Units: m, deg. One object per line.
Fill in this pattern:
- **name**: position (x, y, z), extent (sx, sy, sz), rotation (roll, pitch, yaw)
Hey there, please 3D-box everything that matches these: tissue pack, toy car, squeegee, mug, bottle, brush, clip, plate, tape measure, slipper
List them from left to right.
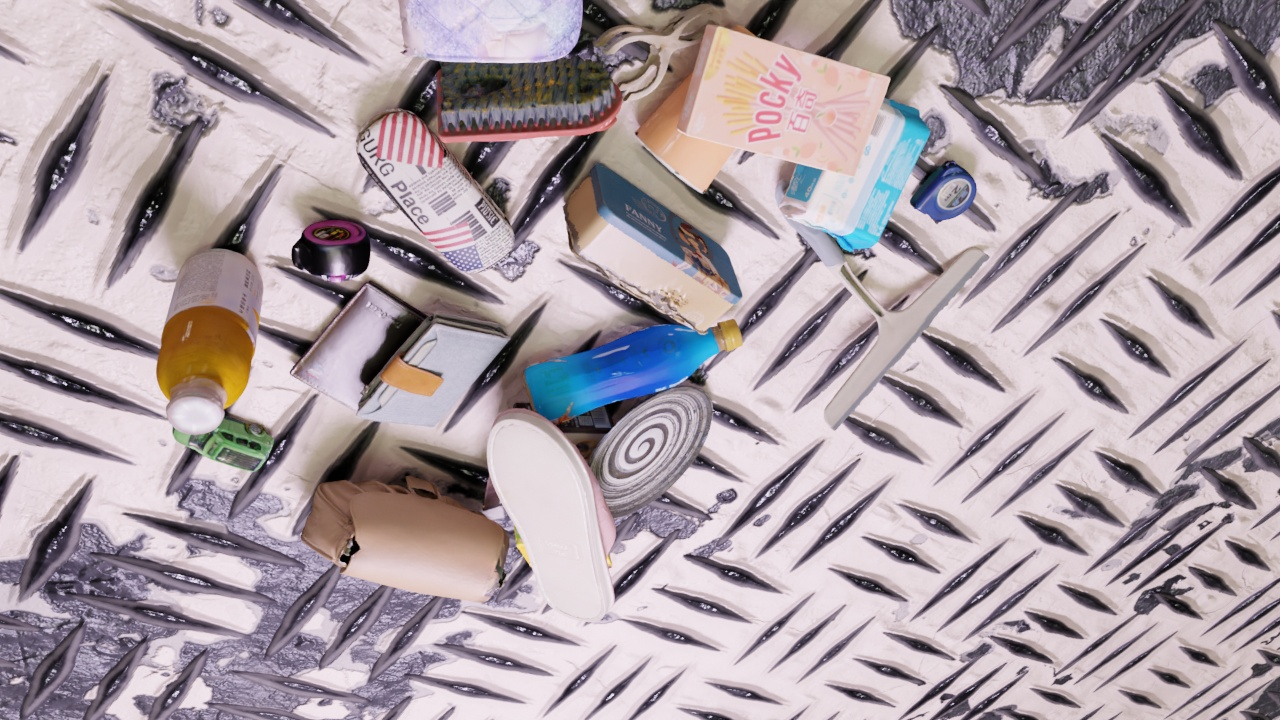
- **bottle**: position (-0.338, -0.017, 0.721), extent (0.068, 0.189, 0.068), rotation (-9, 129, -11)
- **toy car**: position (-0.399, 0.076, 0.876), extent (0.091, 0.036, 0.043), rotation (29, 116, -28)
- **tape measure**: position (-0.257, -0.091, 0.773), extent (0.058, 0.057, 0.039), rotation (8, 122, -2)
- **brush**: position (-0.087, -0.203, 0.729), extent (0.146, 0.063, 0.069), rotation (-4, 163, -4)
- **slipper**: position (-0.081, 0.155, 0.922), extent (0.114, 0.054, 0.275), rotation (2, 125, 24)
- **bottle**: position (-0.005, 0.005, 0.914), extent (0.218, 0.065, 0.065), rotation (-17, 129, -2)
- **plate**: position (0.005, 0.095, 0.982), extent (0.179, 0.024, 0.180), rotation (-28, 141, -25)
- **clip**: position (0.014, -0.245, 0.750), extent (0.103, 0.035, 0.093), rotation (-12, 125, -17)
- **mug**: position (0.063, -0.211, 0.765), extent (0.078, 0.078, 0.123), rotation (32, 108, -33)
- **squeegee**: position (0.200, -0.094, 0.915), extent (0.246, 0.039, 0.246), rotation (-48, 119, -1)
- **tissue pack**: position (0.190, -0.174, 0.822), extent (0.090, 0.063, 0.140), rotation (17, 102, -26)
- **tape measure**: position (0.298, -0.164, 0.897), extent (0.054, 0.025, 0.058), rotation (21, 122, -31)

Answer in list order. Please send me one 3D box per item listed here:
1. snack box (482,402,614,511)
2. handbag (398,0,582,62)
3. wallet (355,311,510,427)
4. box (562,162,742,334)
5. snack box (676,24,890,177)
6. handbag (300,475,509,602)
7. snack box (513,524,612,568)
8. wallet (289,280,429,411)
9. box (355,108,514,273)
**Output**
- **snack box**: position (-0.100, 0.103, 0.970), extent (0.125, 0.053, 0.113), rotation (4, 125, -19)
- **handbag**: position (-0.107, -0.310, 0.639), extent (0.134, 0.075, 0.194), rotation (-2, 126, -9)
- **wallet**: position (-0.195, 0.013, 0.864), extent (0.130, 0.037, 0.106), rotation (-46, 152, 20)
- **box**: position (0.006, -0.101, 0.822), extent (0.184, 0.089, 0.060), rotation (30, 120, -34)
- **snack box**: position (0.114, -0.204, 0.729), extent (0.157, 0.026, 0.085), rotation (8, 113, -21)
- **handbag**: position (-0.232, 0.178, 0.936), extent (0.204, 0.148, 0.100), rotation (20, 89, -30)
- **snack box**: position (-0.085, 0.210, 1.041), extent (0.087, 0.033, 0.140), rotation (-14, 146, -1)
- **wallet**: position (-0.254, -0.008, 0.864), extent (0.122, 0.020, 0.096), rotation (-44, 125, 16)
- **box**: position (-0.171, -0.142, 0.775), extent (0.071, 0.057, 0.164), rotation (-20, 130, 21)
